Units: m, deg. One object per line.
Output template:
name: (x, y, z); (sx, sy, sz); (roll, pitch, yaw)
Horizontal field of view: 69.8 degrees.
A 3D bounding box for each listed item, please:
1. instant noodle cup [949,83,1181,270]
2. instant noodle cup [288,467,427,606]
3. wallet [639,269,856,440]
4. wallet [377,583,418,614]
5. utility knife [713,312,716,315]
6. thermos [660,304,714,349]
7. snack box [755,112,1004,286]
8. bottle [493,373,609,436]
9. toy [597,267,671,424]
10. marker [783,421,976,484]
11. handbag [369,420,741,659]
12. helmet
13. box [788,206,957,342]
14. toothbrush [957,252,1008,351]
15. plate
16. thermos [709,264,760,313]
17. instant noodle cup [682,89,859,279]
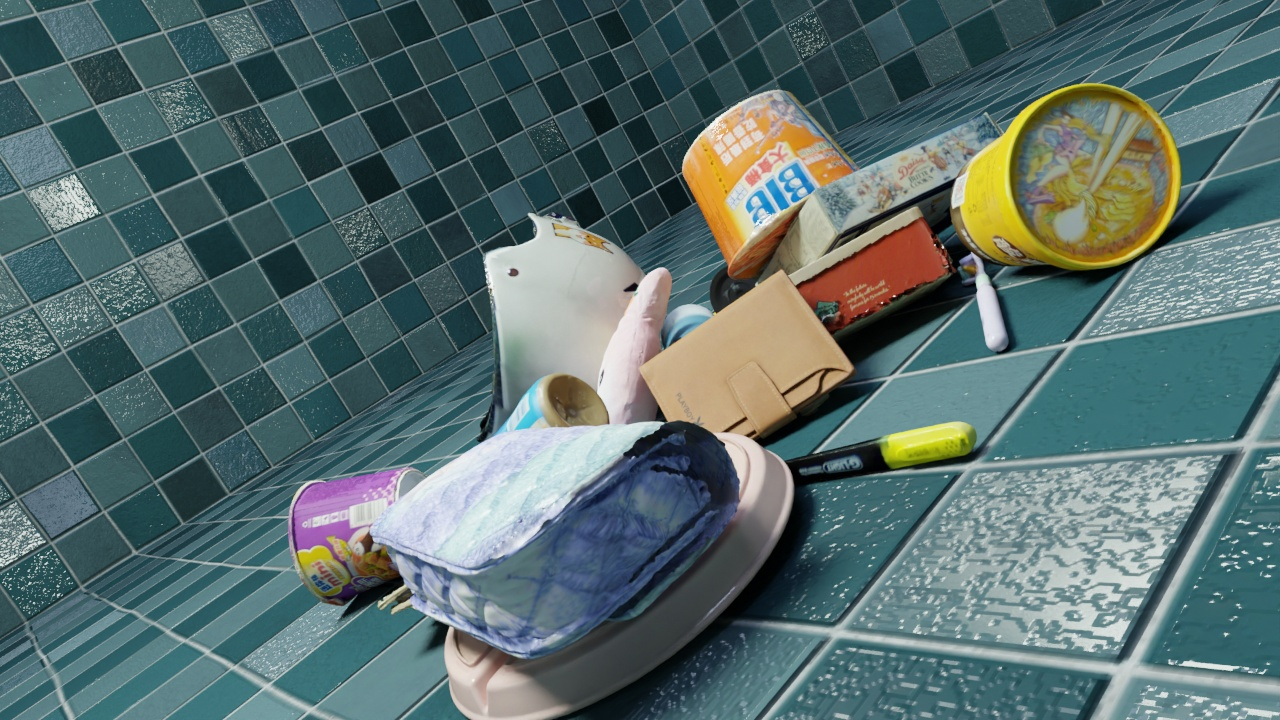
instant noodle cup: (0.283, -0.117, 0.638); (0.118, 0.118, 0.114); (-30, 3, -5)
instant noodle cup: (-0.230, 0.146, 0.798); (0.099, 0.111, 0.111); (-18, 12, 11)
wallet: (0.074, 0.008, 0.657); (0.132, 0.107, 0.031); (-34, -35, 9)
wallet: (-0.125, 0.147, 0.642); (0.087, 0.024, 0.115); (-29, -7, 12)
utility knife: (0.137, -0.077, 1.101); (0.180, 0.015, 0.033); (-33, 15, -23)
thermos: (0.054, -0.009, 0.847); (0.070, 0.070, 0.220); (-29, 9, 4)
snack box: (0.206, -0.121, 0.809); (0.182, 0.045, 0.178); (-26, -14, -16)
bottle: (-0.108, 0.097, 0.698); (0.219, 0.065, 0.065); (-46, 0, 33)
toy: (-0.005, 0.004, 0.764); (0.121, 0.054, 0.159); (102, -178, -72)
marker: (0.124, 0.053, 0.500); (0.124, 0.018, 0.015); (-20, 13, 46)
handbag: (-0.053, 0.085, 0.484); (0.134, 0.075, 0.194); (-36, 15, -28)
helmet: (-0.057, -0.024, 0.908); (0.157, 0.230, 0.273); (8, 15, 7)
box: (0.159, -0.042, 0.727); (0.168, 0.075, 0.091); (-28, -8, 3)
toothbrush: (0.240, -0.043, 0.644); (0.021, 0.029, 0.188); (12, 23, 10)
plate: (-0.019, 0.112, 0.528); (0.230, 0.028, 0.229); (-30, 14, 8)
thermos: (0.142, -0.106, 1.010); (0.241, 0.090, 0.069); (-38, -31, -57)
instant noodle cup: (0.115, -0.159, 0.819); (0.151, 0.111, 0.151); (-29, -14, -8)
